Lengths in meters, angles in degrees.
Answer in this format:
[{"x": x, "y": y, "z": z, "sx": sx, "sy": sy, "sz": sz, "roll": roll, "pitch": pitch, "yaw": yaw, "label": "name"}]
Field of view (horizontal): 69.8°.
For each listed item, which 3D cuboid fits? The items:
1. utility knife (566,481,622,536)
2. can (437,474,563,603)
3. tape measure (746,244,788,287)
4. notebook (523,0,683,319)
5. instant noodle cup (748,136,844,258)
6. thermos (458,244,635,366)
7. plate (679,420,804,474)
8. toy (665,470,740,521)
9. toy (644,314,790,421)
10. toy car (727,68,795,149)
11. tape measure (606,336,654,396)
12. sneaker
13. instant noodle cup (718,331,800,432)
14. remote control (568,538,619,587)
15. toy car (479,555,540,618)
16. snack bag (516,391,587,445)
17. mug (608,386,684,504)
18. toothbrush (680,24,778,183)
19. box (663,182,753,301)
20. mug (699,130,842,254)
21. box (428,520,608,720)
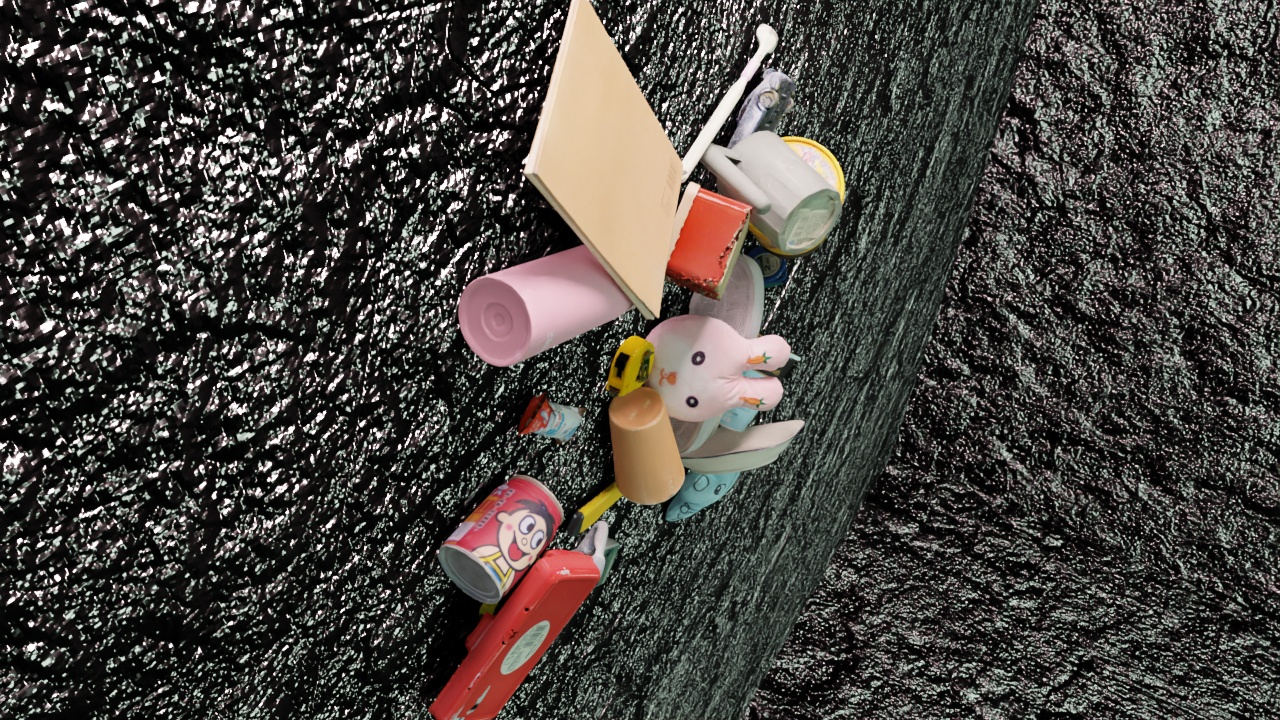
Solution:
[{"x": -0.039, "y": 0.154, "z": 1.024, "sx": 0.153, "sy": 0.015, "sz": 0.033, "roll": -32, "pitch": 147, "yaw": -56, "label": "utility knife"}, {"x": -0.116, "y": 0.149, "z": 0.775, "sx": 0.093, "sy": 0.066, "sz": 0.067, "roll": -47, "pitch": 151, "yaw": -39, "label": "can"}, {"x": 0.156, "y": -0.117, "z": 1.139, "sx": 0.025, "sy": 0.054, "sz": 0.058, "roll": 58, "pitch": 26, "yaw": -61, "label": "tape measure"}, {"x": -0.016, "y": -0.143, "z": 0.683, "sx": 0.211, "sy": 0.012, "sz": 0.149, "roll": 46, "pitch": 50, "yaw": -57, "label": "notebook"}, {"x": 0.169, "y": -0.175, "z": 1.039, "sx": 0.118, "sy": 0.118, "sz": 0.114, "roll": -64, "pitch": 165, "yaw": -4, "label": "instant noodle cup"}, {"x": -0.059, "y": -0.047, "z": 0.719, "sx": 0.087, "sy": 0.067, "sz": 0.198, "roll": -46, "pitch": 172, "yaw": 31, "label": "thermos"}, {"x": 0.114, "y": 0.111, "z": 1.141, "sx": 0.164, "sy": 0.164, "sz": 0.034, "roll": -18, "pitch": 99, "yaw": -61, "label": "plate"}, {"x": 0.089, "y": 0.170, "z": 1.240, "sx": 0.156, "sy": 0.050, "sz": 0.161, "roll": -44, "pitch": 161, "yaw": 22, "label": "toy"}, {"x": 0.080, "y": 0.009, "z": 0.977, "sx": 0.054, "sy": 0.159, "sz": 0.121, "roll": -102, "pitch": -165, "yaw": -65, "label": "toy"}, {"x": 0.119, "y": -0.243, "z": 0.955, "sx": 0.054, "sy": 0.037, "sz": 0.121, "roll": -15, "pitch": 136, "yaw": -60, "label": "toy car"}, {"x": -0.006, "y": 0.005, "z": 0.930, "sx": 0.059, "sy": 0.029, "sz": 0.057, "roll": -27, "pitch": 135, "yaw": -58, "label": "tape measure"}, {"x": 0.094, "y": -0.005, "z": 1.060, "sx": 0.090, "sy": 0.089, "sz": 0.242, "roll": -7, "pitch": 121, "yaw": -56, "label": "sneaker"}, {"x": 0.122, "y": 0.020, "z": 1.150, "sx": 0.120, "sy": 0.111, "sz": 0.111, "roll": -60, "pitch": 159, "yaw": 9, "label": "instant noodle cup"}, {"x": -0.066, "y": 0.238, "z": 1.041, "sx": 0.135, "sy": 0.019, "sz": 0.056, "roll": 7, "pitch": 106, "yaw": -67, "label": "remote control"}, {"x": -0.127, "y": 0.211, "z": 0.860, "sx": 0.048, "sy": 0.032, "sz": 0.105, "roll": -32, "pitch": 152, "yaw": -46, "label": "toy car"}, {"x": -0.078, "y": 0.054, "z": 0.818, "sx": 0.048, "sy": 0.026, "sz": 0.104, "roll": -53, "pitch": 157, "yaw": 0, "label": "snack bag"}, {"x": 0.003, "y": 0.088, "z": 0.981, "sx": 0.078, "sy": 0.078, "sz": 0.123, "roll": -51, "pitch": 148, "yaw": -32, "label": "mug"}, {"x": 0.082, "y": -0.247, "z": 0.889, "sx": 0.029, "sy": 0.020, "sz": 0.189, "roll": 41, "pitch": 72, "yaw": -35, "label": "toothbrush"}, {"x": 0.068, "y": -0.102, "z": 0.862, "sx": 0.168, "sy": 0.077, "sz": 0.091, "roll": -16, "pitch": 128, "yaw": -84, "label": "box"}, {"x": 0.125, "y": -0.168, "z": 0.907, "sx": 0.123, "sy": 0.103, "sz": 0.084, "roll": 3, "pitch": 129, "yaw": -45, "label": "mug"}, {"x": -0.101, "y": 0.247, "z": 0.854, "sx": 0.201, "sy": 0.065, "sz": 0.159, "roll": -55, "pitch": 165, "yaw": 15, "label": "box"}]
